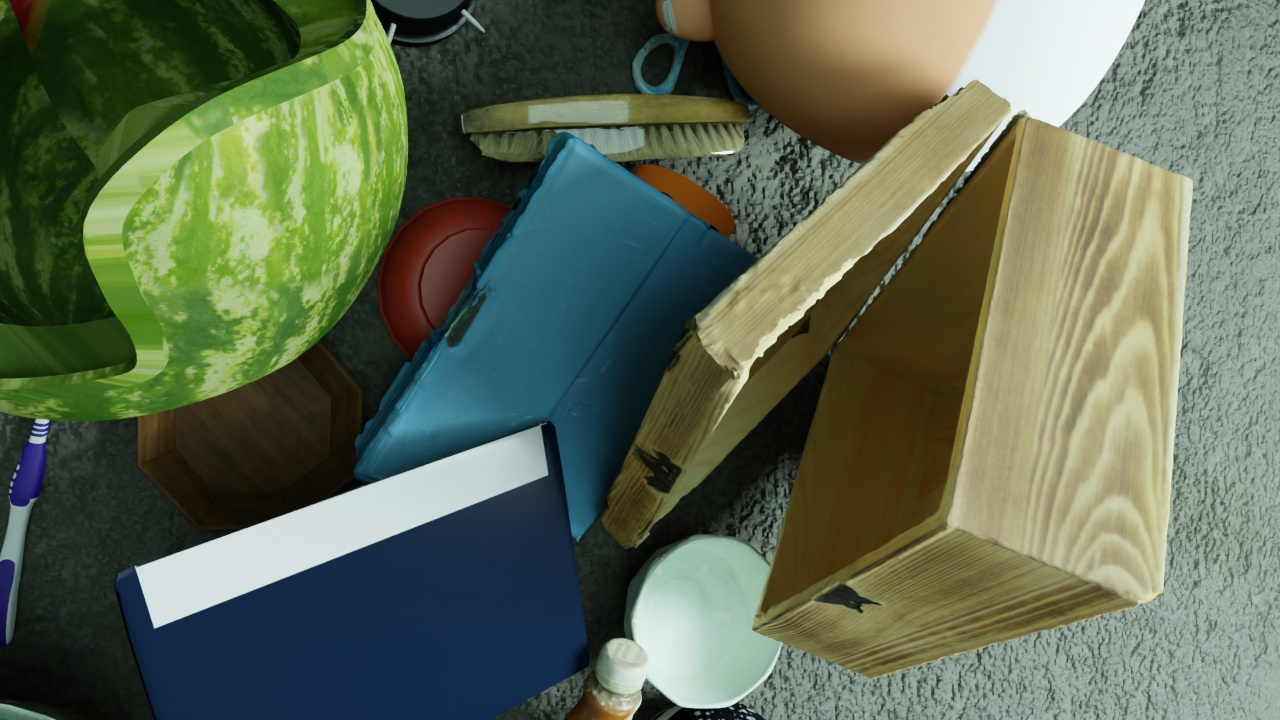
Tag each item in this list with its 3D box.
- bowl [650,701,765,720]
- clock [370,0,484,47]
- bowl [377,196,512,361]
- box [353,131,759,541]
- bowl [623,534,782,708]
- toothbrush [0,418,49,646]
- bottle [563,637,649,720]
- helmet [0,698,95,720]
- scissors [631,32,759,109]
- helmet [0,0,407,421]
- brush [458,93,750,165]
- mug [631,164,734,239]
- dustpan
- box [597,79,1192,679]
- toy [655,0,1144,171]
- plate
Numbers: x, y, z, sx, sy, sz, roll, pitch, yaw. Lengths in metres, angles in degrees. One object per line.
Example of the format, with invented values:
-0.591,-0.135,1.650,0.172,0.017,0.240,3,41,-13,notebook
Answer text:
0.032,0.284,0.645,0.119,0.066,0.120,-27,133,-32,bowl
-0.144,-0.253,0.556,0.091,0.042,0.121,-18,100,-18,clock
-0.105,-0.046,0.591,0.122,0.035,0.122,-2,95,-20,bowl
-0.039,0.002,0.551,0.174,0.033,0.232,26,106,-33,box
0.038,0.177,0.644,0.117,0.061,0.117,1,86,-21,bowl
-0.350,0.071,0.523,0.016,0.015,0.186,11,91,-16,toothbrush
-0.033,0.258,0.604,0.059,0.059,0.167,11,110,-21,bottle
-0.346,0.256,0.419,0.223,0.237,0.192,-19,86,-28,helmet
0.054,-0.235,0.648,0.127,0.012,0.137,23,85,-20,scissors
-0.230,-0.091,0.437,0.213,0.248,0.242,43,36,5,helmet
-0.020,-0.151,0.602,0.195,0.059,0.043,-6,104,-18,brush
0.020,-0.059,0.612,0.112,0.078,0.096,32,83,-17,mug
-0.152,0.187,0.544,0.235,0.080,0.273,-18,111,-33,dustpan
0.126,0.008,0.531,0.221,0.280,0.258,23,63,2,box
0.158,-0.253,0.559,0.280,0.265,0.263,7,120,-12,toy
-0.234,0.039,0.556,0.131,0.025,0.131,-2,95,-20,plate
